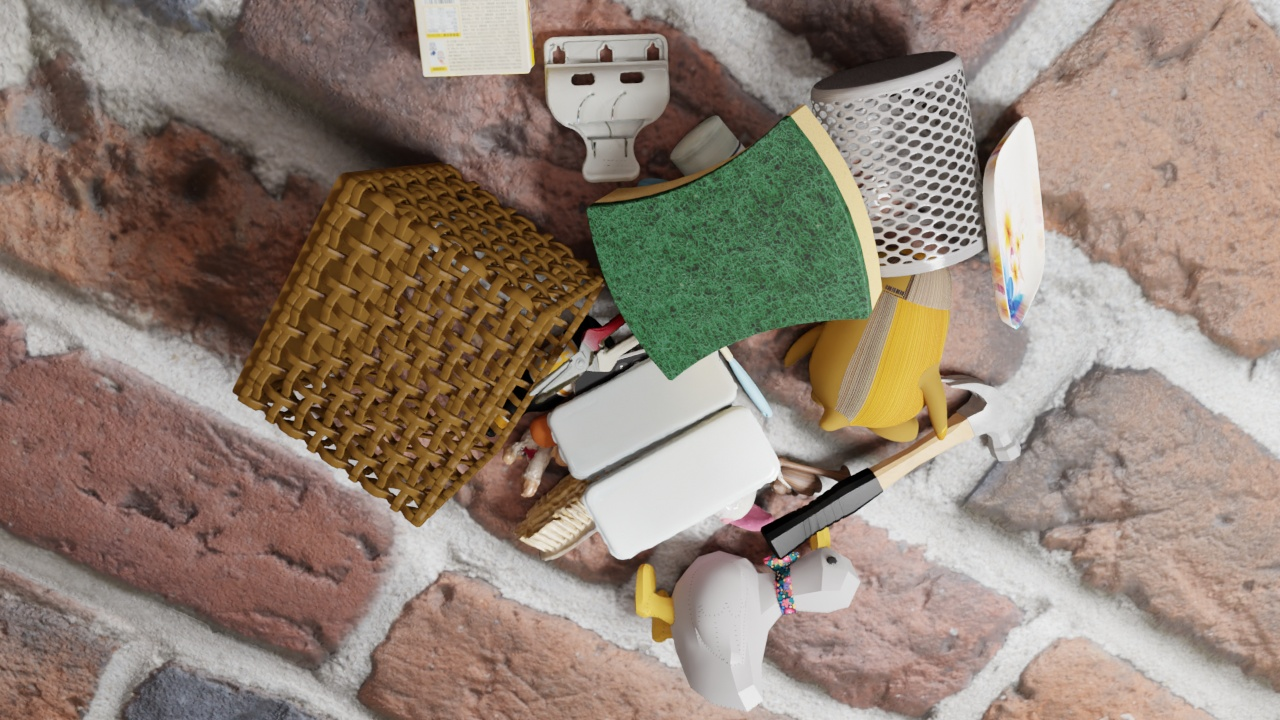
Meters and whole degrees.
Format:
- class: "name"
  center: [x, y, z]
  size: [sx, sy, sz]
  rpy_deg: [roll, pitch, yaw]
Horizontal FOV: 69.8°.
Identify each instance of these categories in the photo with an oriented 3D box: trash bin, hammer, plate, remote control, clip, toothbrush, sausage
- class: "trash bin"
  center: [0.254, -0.197, 0.910]
  size: [0.156, 0.156, 0.183]
  rpy_deg: [-14, 112, 4]
- class: "hammer"
  center: [0.292, 0.133, 1.089]
  size: [0.328, 0.039, 0.131]
  rpy_deg: [-31, 110, -1]
- class: "plate"
  center: [0.383, -0.142, 0.941]
  size: [0.016, 0.186, 0.187]
  rpy_deg: [1, 120, 35]
- class: "remote control"
  center: [-0.006, 0.006, 1.032]
  size: [0.146, 0.008, 0.045]
  rpy_deg: [-16, 144, -18]
- class: "clip"
  center: [-0.033, -0.253, 0.926]
  size: [0.125, 0.074, 0.144]
  rpy_deg: [-1, 104, 1]
- class: "toothbrush"
  center: [0.114, 0.009, 1.072]
  size: [0.022, 0.016, 0.155]
  rpy_deg: [-16, 119, 38]
- class: "sausage"
  center: [-0.047, 0.059, 1.050]
  size: [0.164, 0.044, 0.039]
  rpy_deg: [-21, 132, -12]

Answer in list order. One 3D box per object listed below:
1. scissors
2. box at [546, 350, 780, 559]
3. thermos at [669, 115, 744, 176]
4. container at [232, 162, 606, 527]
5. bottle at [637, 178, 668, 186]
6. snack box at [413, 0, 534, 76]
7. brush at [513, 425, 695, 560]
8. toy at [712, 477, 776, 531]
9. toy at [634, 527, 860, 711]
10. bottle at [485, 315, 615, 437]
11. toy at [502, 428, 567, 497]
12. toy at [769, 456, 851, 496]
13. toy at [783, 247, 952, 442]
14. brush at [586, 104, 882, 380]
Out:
- class: "scissors"
  center: [-0.045, -0.018, 0.985]
  size: [0.187, 0.015, 0.146]
  rpy_deg: [3, 82, -36]
- class: "box"
  center: [0.023, 0.090, 0.990]
  size: [0.210, 0.061, 0.192]
  rpy_deg: [-26, 85, 0]
- class: "thermos"
  center: [0.127, -0.152, 0.972]
  size: [0.068, 0.067, 0.230]
  rpy_deg: [-38, 110, 14]
- class: "container"
  center: [-0.206, -0.028, 0.903]
  size: [0.214, 0.219, 0.252]
  rpy_deg: [35, 109, 2]
- class: "bottle"
  center: [0.011, -0.129, 0.991]
  size: [0.040, 0.040, 0.130]
  rpy_deg: [3, 114, -4]
- class: "snack box"
  center: [-0.158, -0.321, 0.885]
  size: [0.106, 0.061, 0.084]
  rpy_deg: [-2, 114, -1]
- class: "brush"
  center: [-0.035, 0.140, 1.087]
  size: [0.272, 0.083, 0.056]
  rpy_deg: [-39, 111, 15]
- class: "toy"
  center: [0.103, 0.143, 1.090]
  size: [0.159, 0.084, 0.195]
  rpy_deg: [7, 138, -11]
- class: "toy"
  center: [0.130, 0.305, 1.120]
  size: [0.268, 0.246, 0.141]
  rpy_deg: [-5, 137, 19]
- class: "bottle"
  center: [-0.111, 0.026, 1.045]
  size: [0.182, 0.059, 0.059]
  rpy_deg: [-39, 110, 14]
- class: "toy"
  center: [-0.109, 0.112, 1.088]
  size: [0.106, 0.085, 0.074]
  rpy_deg: [-32, 76, -11]
- class: "toy"
  center: [0.201, 0.145, 1.122]
  size: [0.101, 0.041, 0.055]
  rpy_deg: [15, 127, -16]
- class: "toy"
  center: [0.270, -0.027, 1.003]
  size: [0.199, 0.162, 0.204]
  rpy_deg: [28, 114, 29]
- class: "brush"
  center: [0.090, -0.108, 0.893]
  size: [0.251, 0.075, 0.195]
  rpy_deg: [-19, 105, 30]
